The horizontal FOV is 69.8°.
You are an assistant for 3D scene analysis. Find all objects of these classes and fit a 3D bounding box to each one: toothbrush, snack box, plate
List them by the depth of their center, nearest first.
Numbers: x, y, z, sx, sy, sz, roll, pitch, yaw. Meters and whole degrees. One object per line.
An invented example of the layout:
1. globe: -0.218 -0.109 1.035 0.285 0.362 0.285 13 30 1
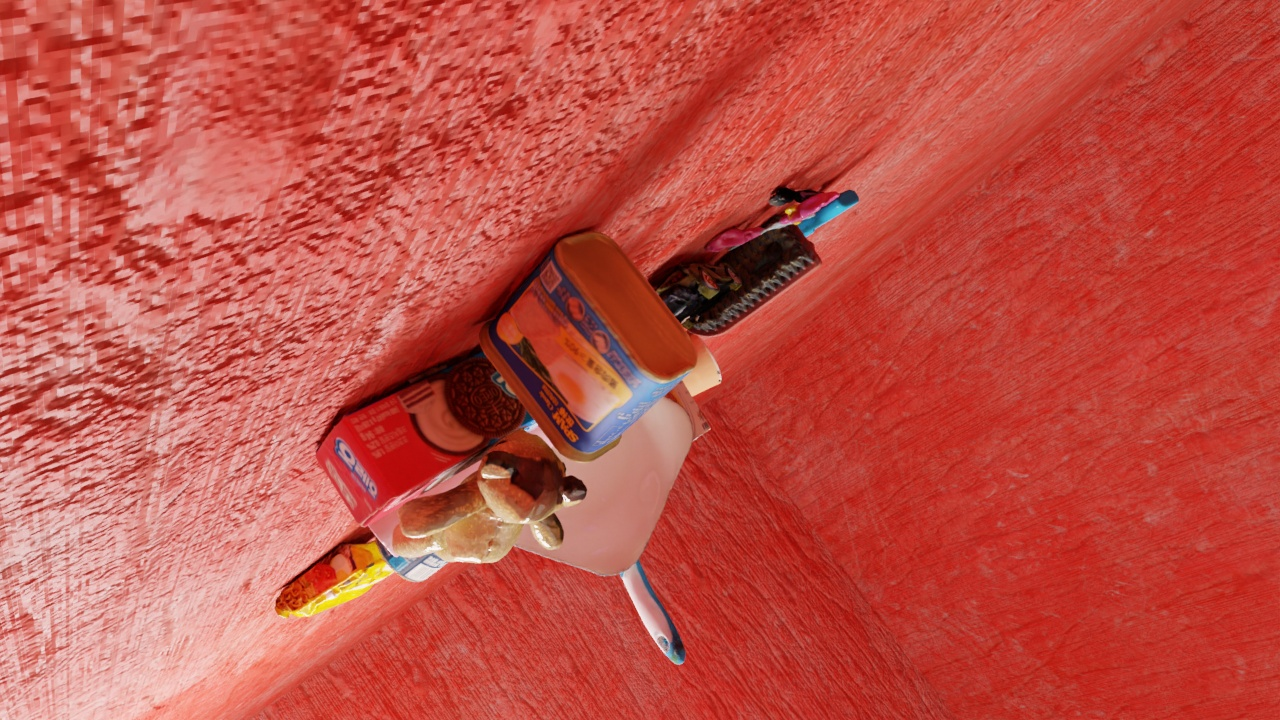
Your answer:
1. snack box: -0.098 0.026 0.581 0.206 0.058 0.057 -30 173 -45
2. plate: -0.050 0.086 0.768 0.163 0.164 0.034 -65 -159 0
3. toothbrush: 0.145 -0.146 0.825 0.017 0.014 0.188 -31 176 25

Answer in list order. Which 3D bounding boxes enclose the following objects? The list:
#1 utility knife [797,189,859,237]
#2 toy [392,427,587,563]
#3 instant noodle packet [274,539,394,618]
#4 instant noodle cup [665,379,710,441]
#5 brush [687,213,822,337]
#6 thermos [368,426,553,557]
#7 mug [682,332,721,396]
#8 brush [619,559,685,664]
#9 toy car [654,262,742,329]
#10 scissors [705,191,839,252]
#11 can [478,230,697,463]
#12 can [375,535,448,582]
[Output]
1. utility knife: 0.139 -0.117 0.932 0.183 0.018 0.034 -32 178 32
2. toy: -0.097 0.090 0.551 0.105 0.066 0.158 22 144 -30
3. instant noodle packet: -0.293 0.215 0.932 0.111 0.044 0.128 -31 171 8
4. instant noodle cup: -0.009 0.041 0.847 0.117 0.124 0.116 -39 173 23
5. brush: 0.103 -0.074 0.890 0.146 0.063 0.069 -38 160 19
6. thermos: -0.111 0.067 0.678 0.198 0.087 0.067 -33 139 -12
7. mug: 0.035 0.027 1.203 0.122 0.078 0.078 -31 172 -12
8. brush: -0.019 0.144 0.857 0.109 0.314 0.061 -10 133 -39
9. toy car: 0.042 -0.056 0.790 0.070 0.042 0.158 -39 172 19
10. scissors: 0.112 -0.115 0.789 0.133 0.017 0.134 -22 180 -34
11. can: -0.029 -0.008 0.509 0.083 0.102 0.057 -44 170 37
12. can: -0.196 0.158 0.900 0.111 0.075 0.075 -38 173 16
